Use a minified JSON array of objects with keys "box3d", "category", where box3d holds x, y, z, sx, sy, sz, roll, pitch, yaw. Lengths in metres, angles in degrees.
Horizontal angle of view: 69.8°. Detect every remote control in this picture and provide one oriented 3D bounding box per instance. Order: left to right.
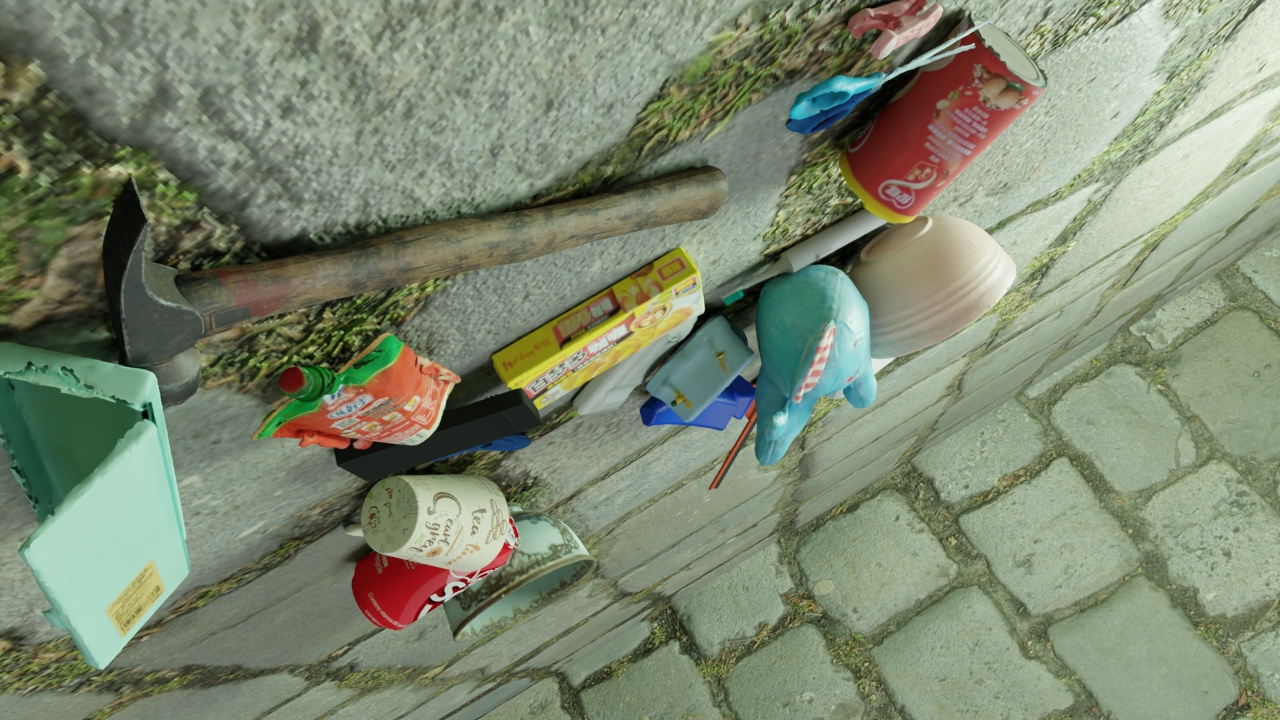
[{"box3d":[-0.138,0.052,0.636,0.133,0.013,0.058,-18,160,0],"category":"remote control"},{"box3d":[-0.004,0.004,0.746,0.050,0.022,0.134,-11,152,-46],"category":"remote control"}]

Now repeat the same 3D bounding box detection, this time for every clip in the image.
[{"box3d":[0.142,-0.180,0.498,0.060,0.043,0.023,-8,157,-20],"category":"clip"}]

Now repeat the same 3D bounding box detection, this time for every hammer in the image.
[{"box3d":[-0.082,-0.063,0.456,0.329,0.033,0.120,-19,156,-33],"category":"hammer"}]

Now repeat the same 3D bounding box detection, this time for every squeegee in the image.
[{"box3d":[0.065,0.041,0.891,0.184,0.055,0.250,-8,133,-49],"category":"squeegee"}]

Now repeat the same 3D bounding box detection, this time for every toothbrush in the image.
[{"box3d":[-0.129,0.067,0.729,0.021,0.016,0.132,-39,162,23],"category":"toothbrush"},{"box3d":[0.146,-0.093,0.737,0.188,0.019,0.018,-28,167,-8],"category":"toothbrush"}]

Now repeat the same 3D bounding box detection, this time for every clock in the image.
[{"box3d":[0.053,0.006,0.772,0.089,0.051,0.124,-47,175,10],"category":"clock"}]

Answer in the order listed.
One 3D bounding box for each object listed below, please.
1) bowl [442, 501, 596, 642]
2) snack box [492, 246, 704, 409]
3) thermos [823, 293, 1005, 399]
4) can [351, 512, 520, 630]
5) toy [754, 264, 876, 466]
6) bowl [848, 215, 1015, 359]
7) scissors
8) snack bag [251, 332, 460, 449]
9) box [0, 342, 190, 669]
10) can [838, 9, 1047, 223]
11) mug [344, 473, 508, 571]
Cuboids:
[{"box3d":[-0.136,0.201,0.923,0.159,0.094,0.160,-28,161,-11],"category":"bowl"},{"box3d":[-0.026,-0.019,0.651,0.152,0.025,0.075,-30,160,-3],"category":"snack box"},{"box3d":[0.267,-0.040,0.921,0.229,0.068,0.101,-35,129,-12],"category":"thermos"},{"box3d":[-0.184,0.179,0.825,0.142,0.074,0.074,-33,161,5],"category":"can"},{"box3d":[0.143,0.010,0.770,0.183,0.115,0.181,-67,170,-63],"category":"toy"},{"box3d":[0.237,-0.076,0.796,0.153,0.076,0.153,-34,-165,10],"category":"bowl"},{"box3d":[0.134,-0.159,0.525,0.130,0.014,0.117,-24,180,-10],"category":"scissors"},{"box3d":[-0.152,0.021,0.496,0.087,0.044,0.155,-35,170,1],"category":"snack bag"},{"box3d":[-0.256,0.083,0.420,0.077,0.091,0.189,13,144,-15],"category":"box"},{"box3d":[0.191,-0.152,0.588,0.066,0.066,0.125,-12,153,-44],"category":"can"},{"box3d":[-0.184,0.130,0.739,0.122,0.081,0.097,-11,163,27],"category":"mug"}]
